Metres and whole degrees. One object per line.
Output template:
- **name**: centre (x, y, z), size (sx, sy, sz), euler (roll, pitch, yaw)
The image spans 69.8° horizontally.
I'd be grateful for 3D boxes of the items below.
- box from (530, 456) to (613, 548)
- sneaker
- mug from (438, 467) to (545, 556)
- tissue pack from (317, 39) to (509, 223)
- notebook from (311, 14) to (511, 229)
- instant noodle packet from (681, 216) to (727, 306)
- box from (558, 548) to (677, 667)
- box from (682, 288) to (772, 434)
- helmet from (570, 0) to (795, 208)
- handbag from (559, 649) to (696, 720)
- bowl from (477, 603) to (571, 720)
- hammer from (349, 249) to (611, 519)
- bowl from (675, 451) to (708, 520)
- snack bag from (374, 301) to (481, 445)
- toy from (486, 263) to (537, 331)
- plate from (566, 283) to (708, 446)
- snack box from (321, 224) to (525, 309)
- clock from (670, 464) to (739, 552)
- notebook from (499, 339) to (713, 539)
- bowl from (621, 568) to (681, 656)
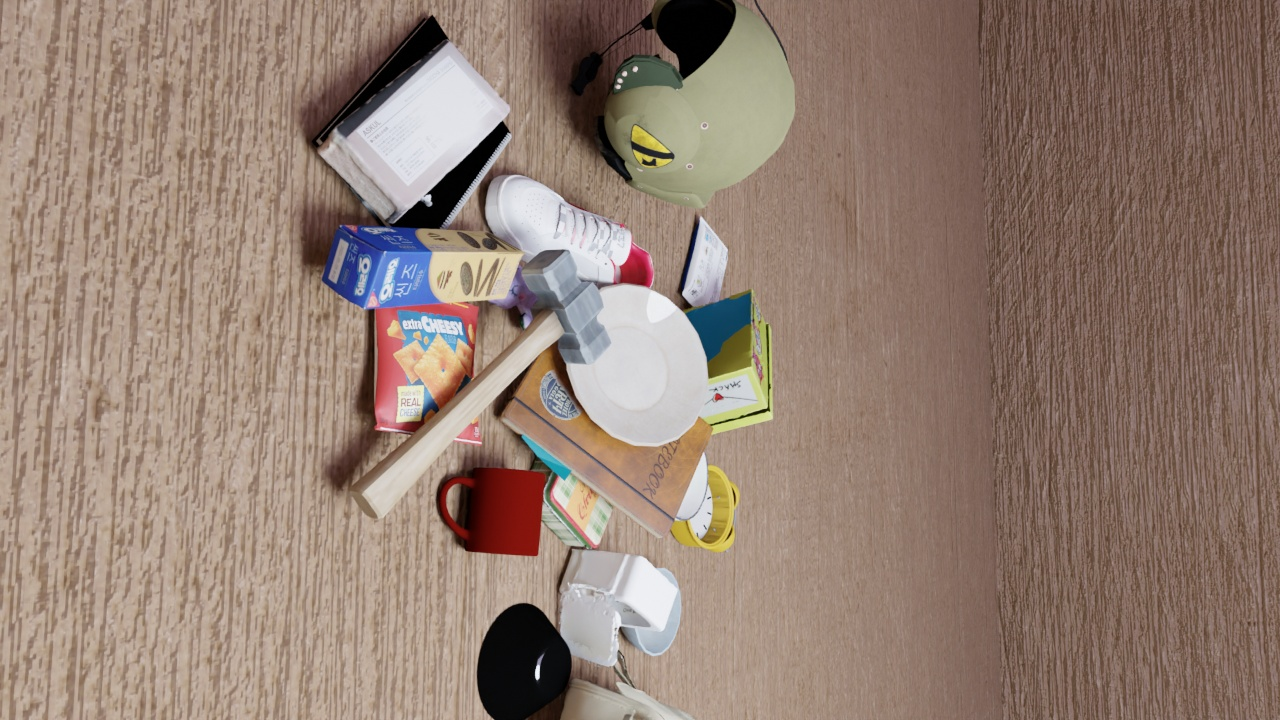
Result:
- **box**: centre (-0.057, 0.104, 1.067), size (0.118, 0.050, 0.205), euler (55, 46, -36)
- **sneaker**: centre (-0.064, -0.138, 1.028), size (0.236, 0.104, 0.090), euler (38, 57, -48)
- **mug**: centre (-0.150, 0.150, 0.914), size (0.105, 0.073, 0.082), euler (10, 77, -26)
- **tissue pack**: centre (-0.205, -0.205, 0.846), size (0.104, 0.071, 0.180), euler (47, 45, -20)
- **notebook**: centre (-0.212, -0.217, 0.897), size (0.149, 0.016, 0.206), euler (56, 44, -36)
- **instant noodle packet**: centre (0.096, -0.130, 1.334), size (0.087, 0.026, 0.134), euler (42, 53, -46)
- **box**: centre (-0.038, 0.290, 1.025), size (0.103, 0.110, 0.129), euler (50, 47, -41)
- **box**: centre (0.105, 0.000, 1.196), size (0.220, 0.124, 0.082), euler (-79, 148, -61)
- **helmet**: centre (0.044, -0.295, 1.050), size (0.233, 0.256, 0.249), euler (48, 50, -38)
- **handbag**: centre (0.004, 0.386, 1.002), size (0.229, 0.184, 0.131), euler (38, 57, -50)
- **bowl**: centre (-0.109, 0.321, 0.964), size (0.124, 0.053, 0.124), euler (8, 80, -55)
- **hammer**: centre (-0.145, 0.025, 0.864), size (0.321, 0.051, 0.117), euler (-48, 127, -36)
- **bowl**: centre (0.032, 0.146, 1.177), size (0.116, 0.066, 0.116), euler (8, 80, -55)
- **snack bag**: centre (-0.201, 0.003, 0.868), size (0.130, 0.039, 0.144), euler (17, 64, -53)
- **toy**: centre (-0.130, -0.069, 0.982), size (0.099, 0.037, 0.080), euler (32, 53, -51)
- **plate**: centre (-0.006, 0.006, 1.041), size (0.188, 0.027, 0.188), euler (10, 70, -31)
- **snack box**: centre (-0.191, -0.086, 0.839), size (0.206, 0.057, 0.056), euler (-14, 132, -63)
- **clock**: centre (0.091, 0.207, 1.276), size (0.152, 0.052, 0.113), euler (30, 62, -46)
- **notebook**: centre (-0.039, 0.072, 1.026), size (0.249, 0.014, 0.178), euler (40, 54, -17)
- **bowl**: centre (0.007, 0.312, 1.148), size (0.106, 0.039, 0.106), euler (8, 80, -55)
